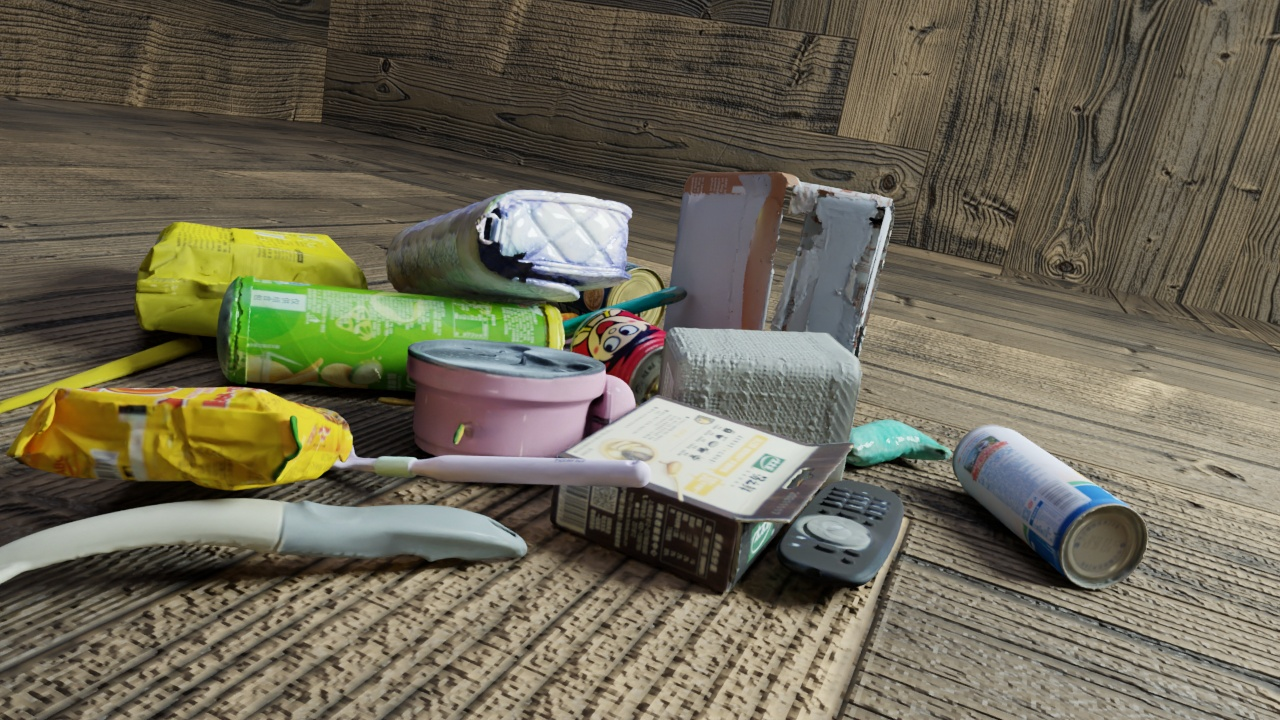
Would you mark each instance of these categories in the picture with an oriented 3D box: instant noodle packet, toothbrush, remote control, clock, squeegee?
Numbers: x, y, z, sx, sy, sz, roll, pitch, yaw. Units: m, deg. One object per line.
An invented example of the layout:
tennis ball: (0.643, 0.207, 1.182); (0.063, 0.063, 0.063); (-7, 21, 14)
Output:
instant noodle packet: (-0.193, 0.033, 0.405); (0.110, 0.044, 0.128); (2, -4, -7)
toothbrush: (-0.085, 0.052, 0.465); (0.189, 0.021, 0.029); (1, 17, 19)
remote control: (0.110, 0.096, 0.497); (0.053, 0.024, 0.136); (14, 16, 23)
clock: (-0.067, 0.025, 0.561); (0.158, 0.060, 0.117); (-1, 11, -40)
toothbrush: (-0.330, 0.006, 0.553); (0.016, 0.017, 0.189); (13, 15, 8)
squeegee: (-0.156, 0.074, 0.372); (0.246, 0.039, 0.246); (1, 17, -32)

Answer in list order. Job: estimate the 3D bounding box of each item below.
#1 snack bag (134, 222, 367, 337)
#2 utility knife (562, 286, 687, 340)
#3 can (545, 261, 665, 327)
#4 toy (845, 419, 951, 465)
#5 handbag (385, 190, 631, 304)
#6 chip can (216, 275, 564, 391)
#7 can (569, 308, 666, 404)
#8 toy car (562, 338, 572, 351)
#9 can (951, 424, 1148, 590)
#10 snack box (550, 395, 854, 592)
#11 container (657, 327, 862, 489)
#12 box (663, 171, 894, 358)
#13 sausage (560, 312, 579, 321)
snack bag: (-0.306, -0.068, 0.730); (0.157, 0.068, 0.247); (5, 10, -27)
utility knife: (-0.054, -0.025, 0.720); (0.207, 0.013, 0.029); (-18, -17, -15)
can: (-0.038, -0.068, 0.912); (0.075, 0.075, 0.111); (-3, 19, -41)
toy: (0.163, 0.058, 0.669); (0.091, 0.030, 0.096); (-1, 12, -43)
handbag: (-0.101, -0.079, 0.703); (0.134, 0.075, 0.194); (3, -3, -33)
chip can: (-0.168, -0.013, 0.626); (0.221, 0.073, 0.072); (5, 16, -21)
can: (-0.004, 0.004, 0.682); (0.066, 0.066, 0.094); (1, 18, -31)
toy car: (-0.022, -0.015, 0.805); (0.122, 0.037, 0.056); (1, 16, -27)
can: (0.248, 0.085, 0.571); (0.053, 0.053, 0.134); (7, 15, -11)
snack box: (0.035, 0.065, 0.491); (0.126, 0.053, 0.113); (18, 23, 24)
container: (0.072, 0.027, 0.608); (0.114, 0.090, 0.090); (5, 15, -7)
box: (0.098, -0.056, 0.752); (0.178, 0.182, 0.152); (14, 6, 17)
sausage: (-0.105, -0.028, 0.822); (0.021, 0.021, 0.164); (20, 17, 33)
